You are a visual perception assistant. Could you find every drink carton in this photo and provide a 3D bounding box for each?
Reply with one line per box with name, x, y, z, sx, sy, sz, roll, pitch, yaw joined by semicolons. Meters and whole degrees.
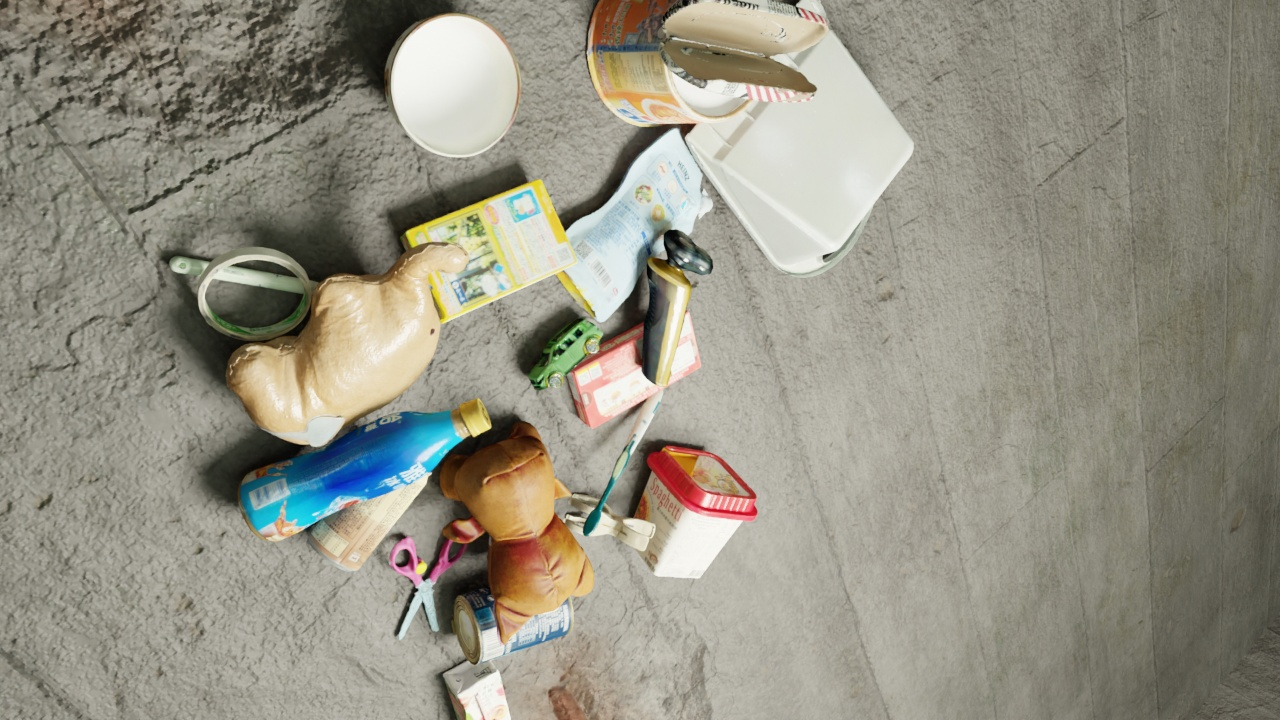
drink carton;-0.176;0.392;1.023;0.053;0.045;0.123;-23;121;-27

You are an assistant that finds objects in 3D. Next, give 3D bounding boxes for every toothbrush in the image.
toothbrush;-0.018;0.109;1.007;0.018;0.016;0.191;89;26;-65
toothbrush;-0.293;-0.064;0.773;0.189;0.020;0.029;10;94;-35

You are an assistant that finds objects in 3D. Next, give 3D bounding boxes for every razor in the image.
razor;0.032;-0.050;0.948;0.067;0.062;0.168;7;115;-7

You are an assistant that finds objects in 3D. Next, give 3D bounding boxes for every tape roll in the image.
tape roll;-0.314;-0.053;0.747;0.085;0.014;0.086;-14;134;-15

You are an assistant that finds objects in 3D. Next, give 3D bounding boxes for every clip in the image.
clip;-0.035;0.180;1.010;0.100;0.071;0.035;20;100;6

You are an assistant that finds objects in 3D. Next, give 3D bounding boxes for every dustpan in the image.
dustpan;0.183;-0.221;1.036;0.257;0.143;0.222;41;78;-12

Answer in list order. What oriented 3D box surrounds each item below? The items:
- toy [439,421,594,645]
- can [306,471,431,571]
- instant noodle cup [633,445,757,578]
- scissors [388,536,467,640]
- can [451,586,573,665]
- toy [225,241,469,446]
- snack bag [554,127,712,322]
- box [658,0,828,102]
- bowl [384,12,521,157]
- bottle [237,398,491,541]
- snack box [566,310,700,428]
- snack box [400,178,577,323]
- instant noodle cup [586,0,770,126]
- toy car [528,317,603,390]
toy;-0.124;0.173;0.929;0.140;0.131;0.199;-25;100;-23
can;-0.253;0.135;0.857;0.116;0.058;0.058;-52;129;-6
instant noodle cup;0.053;0.179;1.062;0.116;0.116;0.124;13;111;-38
scissors;-0.216;0.229;0.951;0.112;0.017;0.134;-26;126;-30
can;-0.138;0.274;0.983;0.111;0.075;0.075;-10;114;-31
toy;-0.231;-0.019;0.774;0.226;0.082;0.143;-39;153;-2
snack bag;-0.005;-0.137;0.935;0.190;0.039;0.110;-48;123;-12
box;0.092;-0.274;0.779;0.162;0.076;0.088;-4;133;-32
bowl;-0.163;-0.231;0.769;0.113;0.062;0.113;-13;115;-29
bottle;-0.236;0.088;0.801;0.218;0.065;0.065;-23;123;-1
snack box;-0.006;0.006;0.998;0.152;0.025;0.075;-29;124;-22
snack box;-0.137;-0.101;0.839;0.140;0.034;0.087;-28;97;-25
instant noodle cup;0.042;-0.289;0.856;0.151;0.111;0.151;-14;116;-31
toy car;-0.078;-0.006;0.931;0.091;0.043;0.036;-49;113;-19
